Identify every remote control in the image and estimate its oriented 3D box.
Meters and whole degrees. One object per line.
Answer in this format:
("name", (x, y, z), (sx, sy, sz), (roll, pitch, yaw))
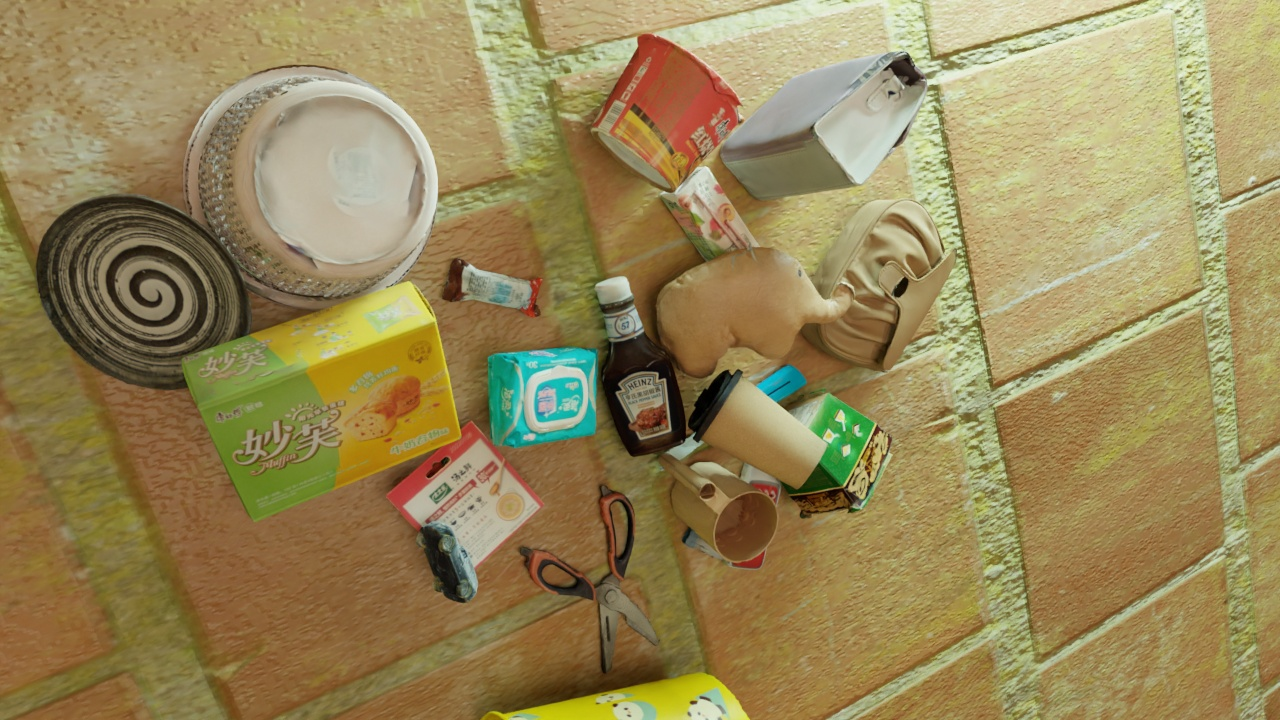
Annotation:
("remote control", (0.138, 0.187, 1.114), (0.055, 0.020, 0.136), (12, 93, -25))

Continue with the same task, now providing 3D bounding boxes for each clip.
("clip", (0.077, 0.219, 1.092), (0.057, 0.032, 0.025), (34, 81, -21))

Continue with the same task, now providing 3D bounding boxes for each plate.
("plate", (-0.421, -0.057, 0.785), (0.179, 0.024, 0.180), (0, 116, -1))

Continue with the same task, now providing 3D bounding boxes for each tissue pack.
("tissue pack", (-0.097, 0.036, 0.949), (0.133, 0.050, 0.093), (-7, 101, -46))

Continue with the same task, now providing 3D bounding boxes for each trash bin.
("trash bin", (-0.019, 0.458, 0.979), (0.254, 0.230, 0.230), (-6, 100, -29))
("trash bin", (-0.266, -0.149, 0.783), (0.227, 0.192, 0.227), (-4, 99, -25))

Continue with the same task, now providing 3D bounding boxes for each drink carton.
("drink carton", (0.081, -0.152, 1.022), (0.053, 0.045, 0.122), (-44, 113, -14))

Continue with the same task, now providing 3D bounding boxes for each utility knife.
("utility knife", (0.108, 0.068, 1.084), (0.213, 0.018, 0.034), (-32, 110, -16))

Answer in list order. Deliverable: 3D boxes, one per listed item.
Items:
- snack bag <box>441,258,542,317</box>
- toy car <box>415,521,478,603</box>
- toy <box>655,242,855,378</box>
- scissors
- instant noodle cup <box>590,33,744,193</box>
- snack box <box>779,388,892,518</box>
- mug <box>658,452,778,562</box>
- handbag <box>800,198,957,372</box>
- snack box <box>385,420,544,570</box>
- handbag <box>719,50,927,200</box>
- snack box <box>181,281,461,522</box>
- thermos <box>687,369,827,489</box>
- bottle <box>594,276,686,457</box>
("snack bag", (-0.147, -0.073, 0.939), (0.105, 0.026, 0.045), (11, 102, -25))
("toy car", (-0.188, 0.198, 0.905), (0.034, 0.043, 0.090), (-37, 119, -43))
("toy", (0.128, -0.061, 1.005), (0.226, 0.082, 0.143), (-15, 128, 1))
("scissors", (-0.042, 0.250, 1.044), (0.227, 0.015, 0.189), (34, 83, -26))
("instant noodle cup", (0.021, -0.247, 0.939), (0.138, 0.138, 0.108), (37, 90, -25))
("snack box", (0.212, 0.108, 1.085), (0.105, 0.118, 0.117), (42, 60, -13))
("mug", (0.080, 0.157, 1.029), (0.084, 0.103, 0.124), (-50, 120, -6))
("handbag", (0.289, -0.089, 1.098), (0.147, 0.100, 0.204), (33, 88, -23))
("snack box", (-0.183, 0.139, 0.945), (0.113, 0.044, 0.127), (-42, 113, -13))
("handbag", (0.194, -0.247, 0.978), (0.098, 0.197, 0.144), (41, 80, -22))
("snack box", (-0.280, 0.038, 0.835), (0.209, 0.070, 0.158), (-22, 137, -21))
("thermos", (0.126, 0.076, 0.998), (0.143, 0.093, 0.093), (33, 83, 4))
("bottle", (-0.006, 0.006, 0.999), (0.080, 0.044, 0.195), (-15, 105, 4))
